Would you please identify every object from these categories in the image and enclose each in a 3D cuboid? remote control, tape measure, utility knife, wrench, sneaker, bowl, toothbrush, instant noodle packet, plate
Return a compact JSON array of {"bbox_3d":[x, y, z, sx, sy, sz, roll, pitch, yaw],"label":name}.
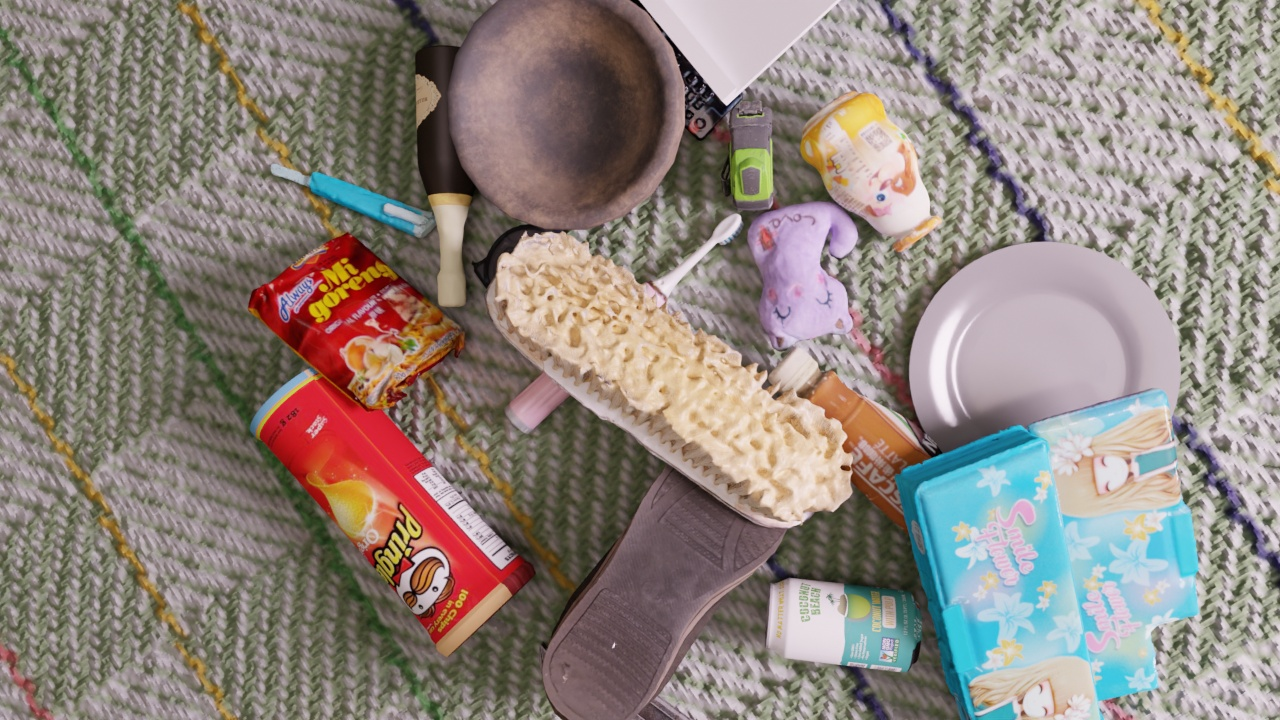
[{"bbox_3d":[0.006,-0.225,0.664,0.150,0.022,0.047,45,95,3],"label":"remote control"},{"bbox_3d":[-0.079,-0.062,0.667,0.072,0.042,0.071,-34,86,11],"label":"tape measure"},{"bbox_3d":[-0.220,-0.127,0.697,0.141,0.015,0.022,23,69,8],"label":"utility knife"},{"bbox_3d":[0.042,0.284,0.673,0.273,0.010,0.070,35,95,5],"label":"wrench"},{"bbox_3d":[0.018,0.153,0.639,0.095,0.120,0.234,34,65,5],"label":"sneaker"},{"bbox_3d":[-0.046,-0.172,0.634,0.162,0.070,0.162,3,102,14],"label":"bowl"},{"bbox_3d":[-0.010,-0.028,0.666,0.223,0.026,0.027,-42,64,6],"label":"toothbrush"},{"bbox_3d":[0.074,-0.135,0.634,0.036,0.066,0.058,-1,67,8],"label":"tape measure"},{"bbox_3d":[-0.200,-0.028,0.661,0.135,0.098,0.040,39,140,6],"label":"instant noodle packet"},{"bbox_3d":[0.277,0.008,0.637,0.178,0.012,0.178,0,91,7],"label":"plate"}]

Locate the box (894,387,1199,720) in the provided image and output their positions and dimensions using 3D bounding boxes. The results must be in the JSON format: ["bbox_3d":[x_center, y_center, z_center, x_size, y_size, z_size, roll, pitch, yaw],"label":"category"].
[{"bbox_3d":[0.276,0.144,0.599,0.181,0.039,0.227,-20,107,-3],"label":"box"}]

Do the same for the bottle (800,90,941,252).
[{"bbox_3d":[0.158,-0.127,0.624,0.063,0.063,0.109,-34,87,6],"label":"bottle"}]

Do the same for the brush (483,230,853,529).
[{"bbox_3d":[0.016,0.014,0.604,0.271,0.057,0.083,37,66,2],"label":"brush"}]

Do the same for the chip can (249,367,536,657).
[{"bbox_3d":[-0.177,0.104,0.660,0.087,0.087,0.213,-44,85,6],"label":"chip can"}]

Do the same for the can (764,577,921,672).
[{"bbox_3d":[0.139,0.183,0.636,0.102,0.055,0.055,5,91,7],"label":"can"}]

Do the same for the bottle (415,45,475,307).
[{"bbox_3d":[-0.139,-0.131,0.670,0.045,0.045,0.184,-1,91,7],"label":"bottle"}]

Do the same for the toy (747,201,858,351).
[{"bbox_3d":[0.117,-0.062,0.644,0.080,0.036,0.099,-14,88,8],"label":"toy"}]

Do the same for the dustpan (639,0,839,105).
[{"bbox_3d":[0.048,-0.331,0.598,0.192,0.053,0.257,-40,69,18],"label":"dustpan"}]

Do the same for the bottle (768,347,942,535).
[{"bbox_3d":[0.159,0.057,0.629,0.167,0.059,0.059,42,95,5],"label":"bottle"}]
